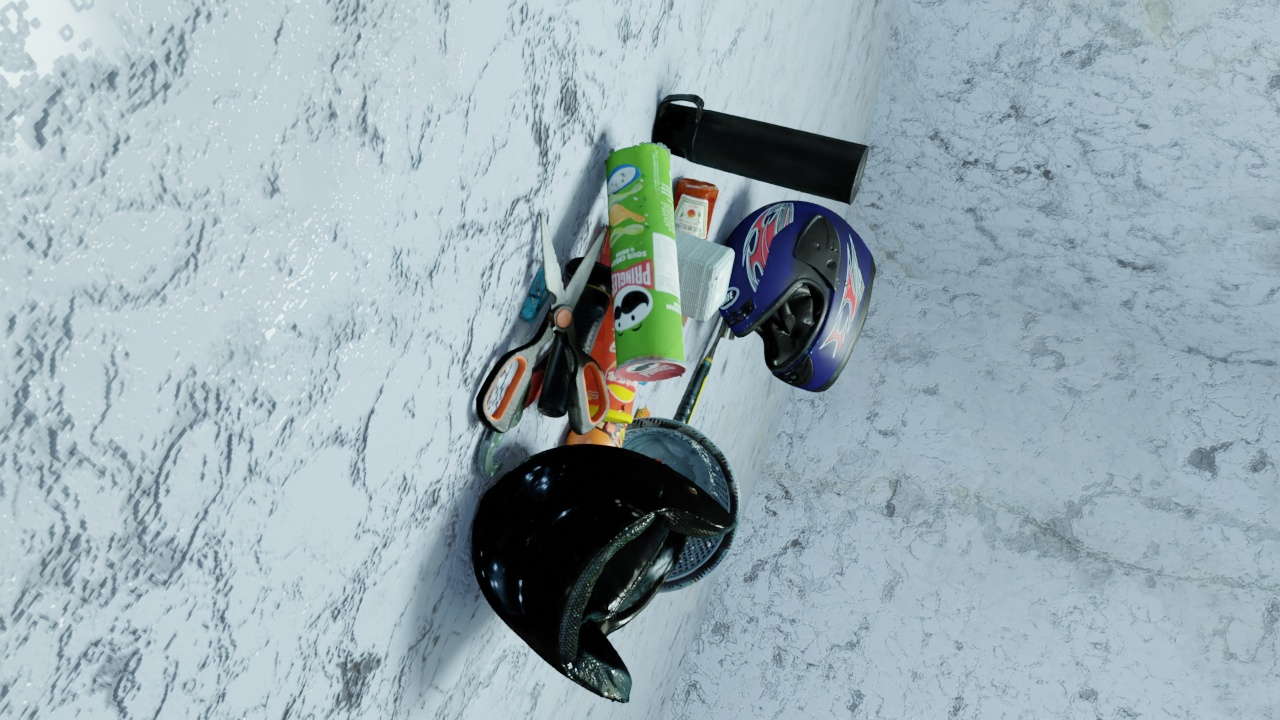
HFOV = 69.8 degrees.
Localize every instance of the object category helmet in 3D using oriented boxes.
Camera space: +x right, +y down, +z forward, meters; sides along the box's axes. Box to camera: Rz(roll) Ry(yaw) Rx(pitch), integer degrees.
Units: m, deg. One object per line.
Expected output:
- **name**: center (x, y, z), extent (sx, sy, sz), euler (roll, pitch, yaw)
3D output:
- **helmet**: center (0.245, -0.124, 1.566), extent (0.248, 0.240, 0.314), euler (136, -27, -63)
- **helmet**: center (-0.045, 0.201, 0.970), extent (0.233, 0.230, 0.274), euler (-57, 163, 1)

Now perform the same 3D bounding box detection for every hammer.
- **hammer**: center (0.120, 0.019, 1.708), extent (0.126, 0.032, 0.322), euler (77, 34, -61)

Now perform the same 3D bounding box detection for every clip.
- **clip**: center (-0.099, -0.062, 0.887), extent (0.038, 0.013, 0.055), euler (75, 34, -62)

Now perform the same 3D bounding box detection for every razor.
- **razor**: center (-0.069, -0.022, 0.945), extent (0.068, 0.062, 0.167), euler (-6, -114, 70)

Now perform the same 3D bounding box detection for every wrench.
- **wrench**: center (-0.099, 0.015, 0.967), extent (0.056, 0.016, 0.272), euler (89, 24, -43)

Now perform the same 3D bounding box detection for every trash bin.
- **trash bin**: center (0.019, 0.182, 1.256), extent (0.195, 0.226, 0.226), euler (-26, 133, -86)

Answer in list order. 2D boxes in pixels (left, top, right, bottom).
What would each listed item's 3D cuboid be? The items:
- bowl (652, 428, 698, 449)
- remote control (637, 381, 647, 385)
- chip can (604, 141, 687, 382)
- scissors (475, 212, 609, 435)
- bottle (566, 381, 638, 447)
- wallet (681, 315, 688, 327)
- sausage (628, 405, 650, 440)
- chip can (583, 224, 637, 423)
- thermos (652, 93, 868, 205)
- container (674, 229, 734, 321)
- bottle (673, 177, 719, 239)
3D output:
- **bowl**: center (0.030, 0.136, 1.434), extent (0.062, 0.114, 0.113), euler (51, 45, -20)
- **remote control**: center (-0.007, 0.007, 1.263), extent (0.125, 0.024, 0.049), euler (17, 91, -76)
- **chip can**: center (0.004, -0.099, 0.920), extent (0.072, 0.072, 0.235), euler (55, 31, -71)
- **scissors**: center (-0.081, -0.019, 0.886), extent (0.220, 0.022, 0.229), euler (-49, 128, -23)
- **bottle**: center (-0.039, 0.061, 1.138), extent (0.067, 0.067, 0.149), euler (75, 35, -63)
- **wallet**: center (0.063, -0.120, 1.355), extent (0.101, 0.032, 0.124), euler (43, 65, -71)
- **sausage**: center (-0.019, 0.144, 1.385), extent (0.021, 0.021, 0.165), euler (54, 55, -71)
- **chip can**: center (-0.024, -0.041, 1.003), extent (0.073, 0.073, 0.216), euler (43, 58, -73)
- **thermos**: center (0.134, -0.246, 1.050), extent (0.090, 0.243, 0.068), euler (77, 34, -64)
- **container**: center (0.054, -0.111, 1.175), extent (0.089, 0.111, 0.090), euler (-50, 153, -56)
- **bottle**: center (0.056, -0.142, 1.248), extent (0.059, 0.060, 0.206), euler (-34, 140, -66)
